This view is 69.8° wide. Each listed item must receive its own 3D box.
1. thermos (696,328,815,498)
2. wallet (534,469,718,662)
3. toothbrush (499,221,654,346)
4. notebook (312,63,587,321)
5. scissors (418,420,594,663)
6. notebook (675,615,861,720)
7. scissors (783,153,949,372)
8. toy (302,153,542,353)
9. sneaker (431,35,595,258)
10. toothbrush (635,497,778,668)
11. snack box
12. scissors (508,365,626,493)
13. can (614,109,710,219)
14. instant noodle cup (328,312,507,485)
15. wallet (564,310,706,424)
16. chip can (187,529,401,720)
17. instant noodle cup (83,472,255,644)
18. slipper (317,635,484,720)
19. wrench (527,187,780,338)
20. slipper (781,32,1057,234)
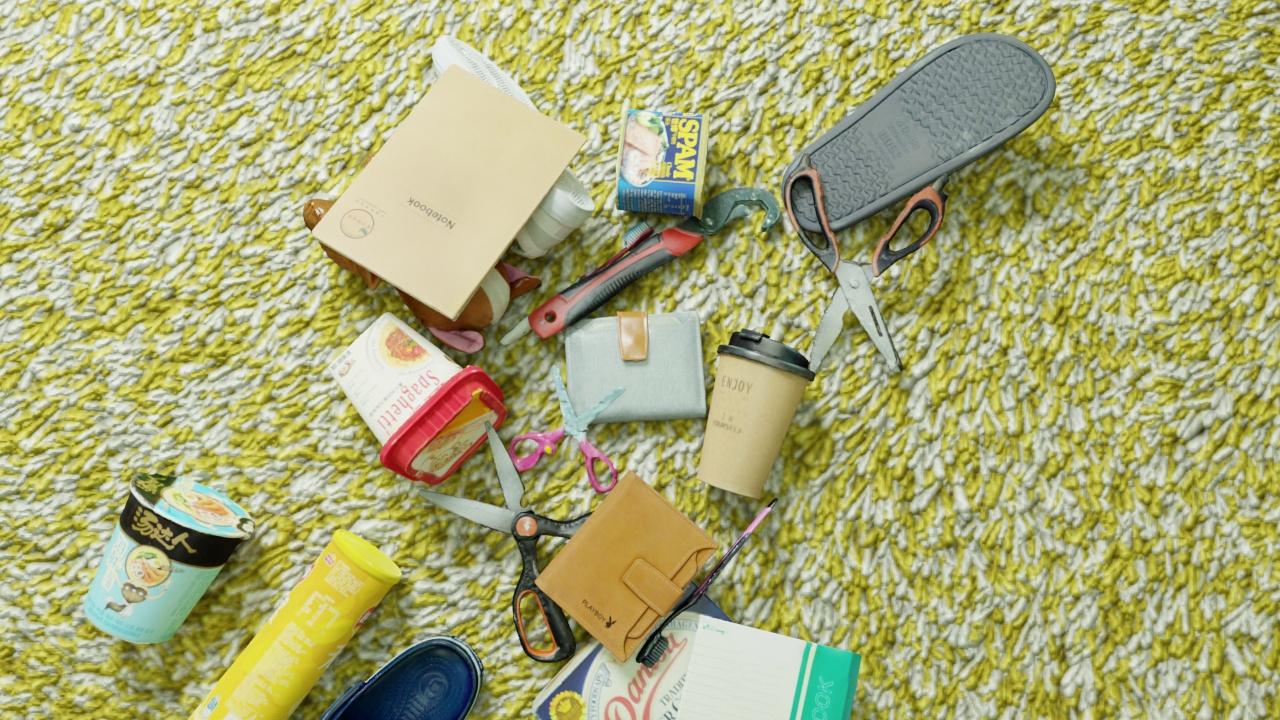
[{"bbox_3d":[0.100,0.049,0.840,0.093,0.093,0.143,18,88,1],"label":"thermos"},{"bbox_3d":[-0.011,0.178,0.801,0.108,0.031,0.131,40,83,13],"label":"wallet"},{"bbox_3d":[-0.063,-0.075,0.889,0.187,0.016,0.017,-39,76,-7],"label":"toothbrush"},{"bbox_3d":[-0.162,-0.151,0.795,0.148,0.008,0.207,30,72,8],"label":"notebook"},{"bbox_3d":[-0.088,0.166,0.826,0.220,0.022,0.232,1,91,-11],"label":"scissors"},{"bbox_3d":[0.098,0.339,0.786,0.150,0.012,0.209,14,81,-2],"label":"notebook"},{"bbox_3d":[0.200,-0.093,0.868,0.189,0.015,0.223,33,102,11],"label":"scissors"},{"bbox_3d":[-0.197,-0.099,0.842,0.199,0.131,0.139,41,57,-2],"label":"toy"},{"bbox_3d":[-0.140,-0.201,0.878,0.091,0.089,0.242,-42,70,24],"label":"sneaker"},{"bbox_3d":[0.062,0.194,0.807,0.018,0.014,0.189,44,80,-6],"label":"toothbrush"},{"bbox_3d":[0.028,0.306,0.816,0.182,0.046,0.177,44,82,5],"label":"snack box"},{"bbox_3d":[-0.060,0.070,0.848,0.133,0.017,0.135,-39,96,15],"label":"scissors"},{"bbox_3d":[0.022,-0.190,0.880,0.083,0.057,0.102,5,68,4],"label":"can"},{"bbox_3d":[-0.203,0.031,0.825,0.124,0.117,0.116,42,82,16],"label":"instant noodle cup"},{"bbox_3d":[-0.005,0.005,0.866,0.130,0.037,0.106,-3,83,-1],"label":"wallet"},{"bbox_3d":[-0.303,0.253,0.802,0.072,0.072,0.213,37,82,4],"label":"chip can"},{"bbox_3d":[-0.416,0.176,0.800,0.111,0.111,0.120,29,89,3],"label":"instant noodle cup"},{"bbox_3d":[-0.239,0.340,0.781,0.252,0.095,0.105,-40,82,-10],"label":"slipper"},{"bbox_3d":[0.014,-0.098,0.883,0.273,0.016,0.056,-29,73,-10],"label":"wrench"},{"bbox_3d":[0.261,-0.216,0.892,0.268,0.083,0.110,-31,85,13],"label":"slipper"}]
